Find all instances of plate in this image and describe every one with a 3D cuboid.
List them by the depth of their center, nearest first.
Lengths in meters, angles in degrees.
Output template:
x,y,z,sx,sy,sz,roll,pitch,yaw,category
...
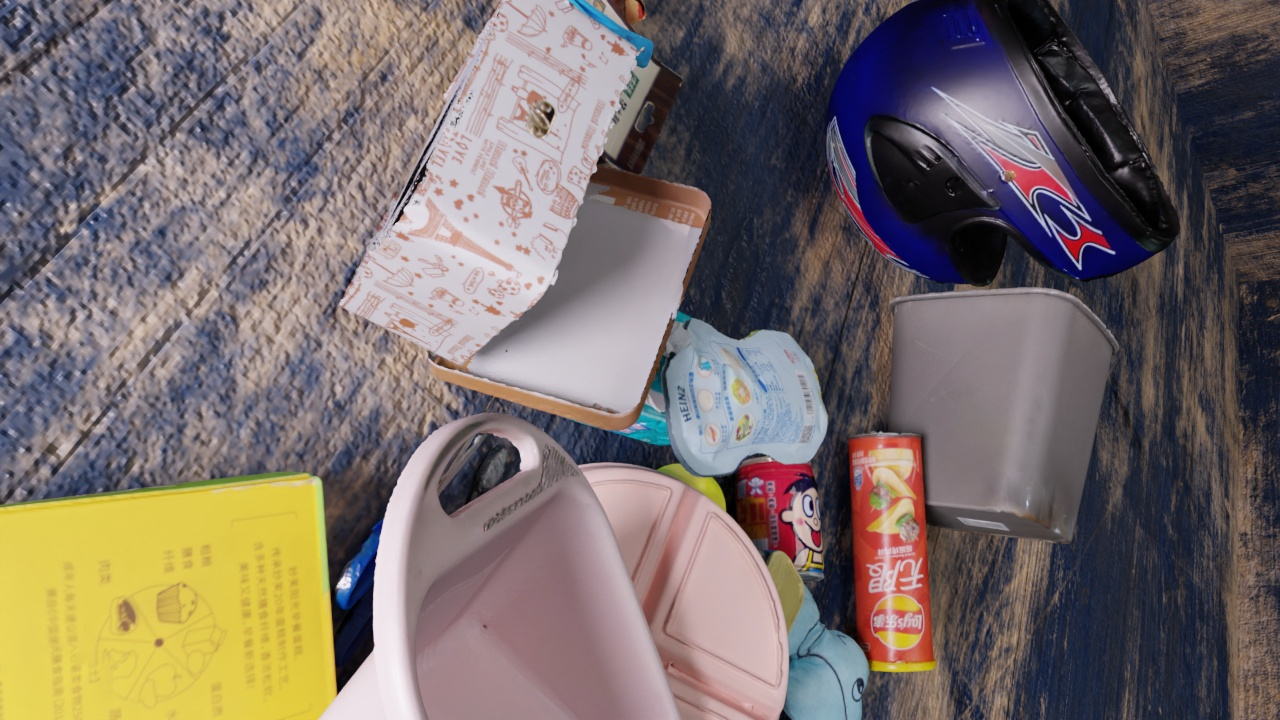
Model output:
x,y,z,sx,sy,sz,roll,pitch,yaw,category
-0.007,0.171,0.550,0.229,0.028,0.229,8,68,-20,plate

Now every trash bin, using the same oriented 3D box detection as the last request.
x,y,z,sx,sy,sz,roll,pitch,yaw,category
0.363,0.061,0.947,0.198,0.199,0.219,25,71,-43,trash bin

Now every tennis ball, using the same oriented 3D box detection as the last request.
x,y,z,sx,sy,sz,roll,pitch,yaw,category
0.027,0.105,0.645,0.065,0.066,0.065,11,75,-47,tennis ball

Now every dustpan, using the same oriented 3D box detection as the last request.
x,y,z,sx,sy,sz,roll,pitch,yaw,category
-0.026,0.166,0.398,0.273,0.139,0.222,44,18,4,dustpan

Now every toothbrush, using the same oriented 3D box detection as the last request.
x,y,z,sx,sy,sz,roll,pitch,yaw,category
-0.116,0.127,0.519,0.014,0.017,0.188,39,57,-25,toothbrush

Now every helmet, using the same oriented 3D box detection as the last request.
x,y,z,sx,sy,sz,roll,pitch,yaw,category
0.317,-0.189,0.880,0.315,0.241,0.246,55,44,-2,helmet

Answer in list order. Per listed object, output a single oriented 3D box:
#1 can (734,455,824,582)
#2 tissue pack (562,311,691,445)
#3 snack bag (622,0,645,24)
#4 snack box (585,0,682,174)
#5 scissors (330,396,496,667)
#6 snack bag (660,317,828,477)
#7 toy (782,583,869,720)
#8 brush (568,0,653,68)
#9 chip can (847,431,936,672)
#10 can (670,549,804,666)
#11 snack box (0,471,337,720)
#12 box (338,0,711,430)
x,y,z,sx,sy,sz,roll,pitch,yaw,category
0.109,0.127,0.729,0.066,0.067,0.093,19,62,-45,can
-0.004,0.004,0.640,0.133,0.050,0.093,20,69,-45,tissue pack
-0.031,-0.361,0.654,0.128,0.073,0.208,-11,88,-83,snack bag
-0.040,-0.198,0.633,0.125,0.053,0.113,46,52,-34,snack box
-0.119,0.082,0.483,0.012,0.156,0.165,26,80,3,scissors
0.073,0.026,0.659,0.190,0.039,0.110,3,80,-52,snack bag
0.142,0.256,0.761,0.161,0.050,0.156,-9,85,-47,toy
-0.092,-0.263,0.558,0.254,0.046,0.083,34,48,-26,brush
0.235,0.177,0.861,0.073,0.073,0.216,12,75,-47,chip can
0.058,0.180,0.653,0.057,0.083,0.101,59,46,-23,can
-0.207,0.157,0.369,0.157,0.070,0.210,-1,84,-49,snack box
-0.044,-0.070,0.527,0.187,0.155,0.182,27,62,-19,box
